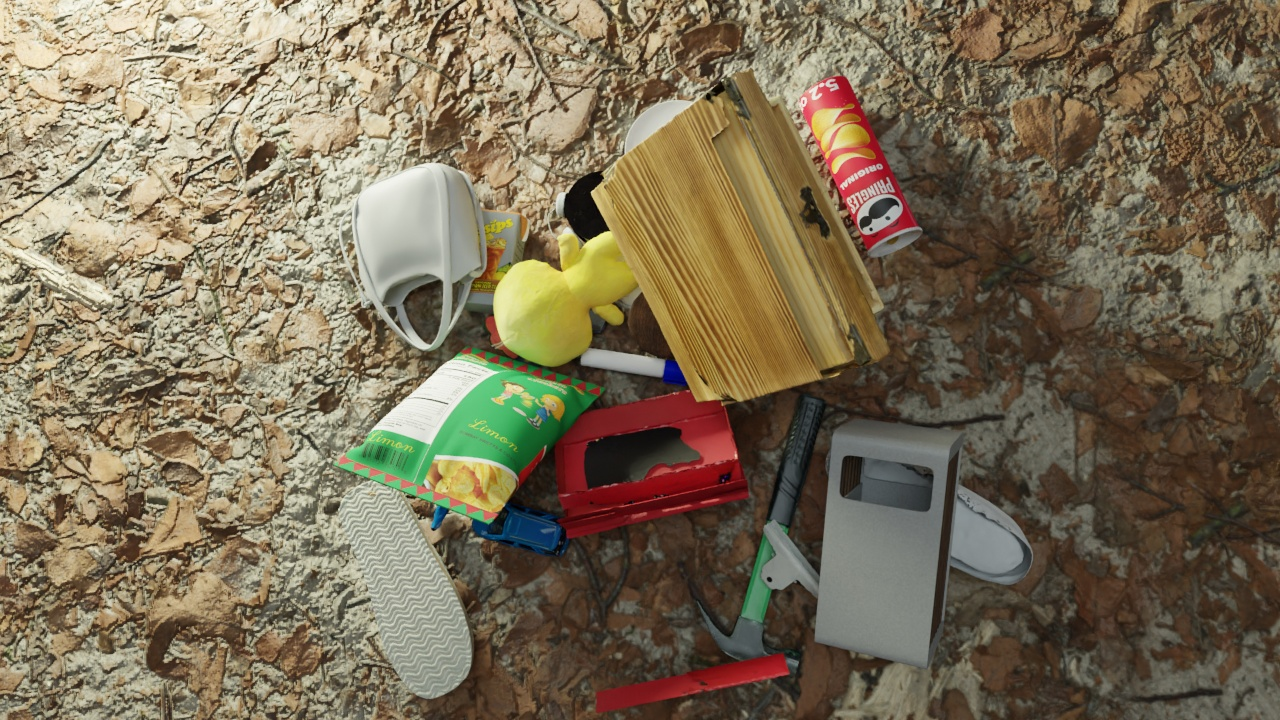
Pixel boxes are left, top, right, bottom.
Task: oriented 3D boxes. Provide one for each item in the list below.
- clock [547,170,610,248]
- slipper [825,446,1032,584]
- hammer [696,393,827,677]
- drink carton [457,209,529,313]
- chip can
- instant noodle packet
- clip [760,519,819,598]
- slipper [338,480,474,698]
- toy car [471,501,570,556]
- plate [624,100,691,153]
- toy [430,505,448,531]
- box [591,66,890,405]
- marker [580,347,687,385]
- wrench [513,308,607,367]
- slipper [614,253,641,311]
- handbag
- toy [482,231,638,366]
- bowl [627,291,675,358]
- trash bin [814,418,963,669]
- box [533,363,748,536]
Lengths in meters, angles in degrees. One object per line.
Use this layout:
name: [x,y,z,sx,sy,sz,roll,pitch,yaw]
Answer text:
clock: [-0.058,-0.188,1.174,0.122,0.035,0.094,-17,77,2]
slipper: [0.326,0.162,1.043,0.247,0.074,0.112,30,91,19]
hammer: [0.160,0.193,1.076,0.130,0.032,0.318,16,80,9]
drink carton: [-0.187,-0.125,1.166,0.076,0.048,0.124,7,79,7]
chip can: [0.270,-0.241,1.136,0.069,0.069,0.220,-21,77,0]
instant noodle packet: [-0.184,0.072,1.032,0.196,0.090,0.251,16,38,20]
clip: [0.166,0.231,1.036,0.052,0.058,0.102,-31,74,-28]
slipper: [-0.278,0.268,1.091,0.115,0.052,0.263,-26,81,2]
toy car: [-0.143,0.197,1.097,0.120,0.043,0.056,14,80,9]
plate: [0.047,-0.274,1.194,0.134,0.011,0.134,-1,78,5]
toy: [-0.198,0.126,1.093,0.071,0.113,0.176,45,76,-2]
box: [0.124,-0.122,0.928,0.285,0.335,0.279,-29,96,-18]
marker: [-0.007,0.007,1.134,0.133,0.023,0.027,9,100,7]
wrench: [-0.141,0.004,1.148,0.273,0.022,0.073,-44,77,-5]
slipper: [0.079,-0.149,1.120,0.266,0.080,0.113,-26,98,-3]
handbag: [-0.282,-0.119,1.153,0.216,0.095,0.222,-12,83,30]
toy: [-0.093,-0.072,1.096,0.207,0.092,0.134,-36,100,-1]
bowl: [0.038,-0.045,1.106,0.102,0.026,0.114,43,115,-15]
trash bin: [0.266,0.187,0.977,0.115,0.114,0.229,7,97,26]
box: [0.000,0.087,1.024,0.214,0.153,0.164,-13,37,4]
